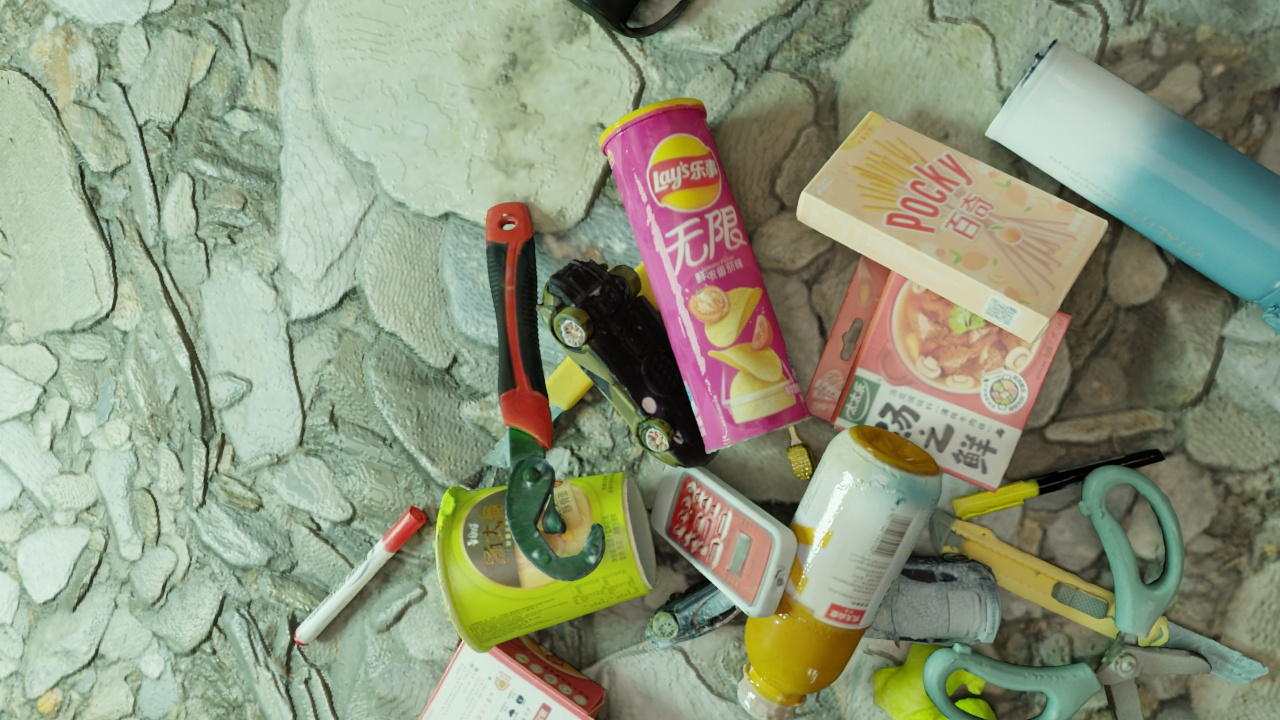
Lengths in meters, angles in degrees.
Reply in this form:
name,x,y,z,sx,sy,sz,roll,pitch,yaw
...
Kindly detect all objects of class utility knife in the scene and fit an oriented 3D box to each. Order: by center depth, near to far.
name,x,y,z,sx,sy,sz,roll,pitch,yaw
utility knife,0.272,0.146,0.560,0.204,0.021,0.031,23,104,9
utility knife,-0.036,-0.002,0.636,0.033,0.015,0.216,44,100,9

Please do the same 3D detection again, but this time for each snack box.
name,x,y,z,sx,sy,sz,roll,pitch,yaw
snack box,0.181,-0.082,0.541,0.157,0.026,0.084,32,65,17
snack box,0.176,0.004,0.564,0.127,0.044,0.113,21,97,14
snack box,-0.088,0.263,0.645,0.127,0.044,0.113,32,99,13

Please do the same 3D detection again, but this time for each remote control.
name,x,y,z,sx,sy,sz,roll,pitch,yaw
remote control,0.047,0.105,0.570,0.020,0.136,0.056,11,101,-30

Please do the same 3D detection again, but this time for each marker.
name,x,y,z,sx,sy,sz,roll,pitch,yaw
marker,0.253,0.075,0.558,0.124,0.018,0.015,-18,67,14
marker,-0.213,0.164,0.691,0.017,0.017,0.145,46,102,10

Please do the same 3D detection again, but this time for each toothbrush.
name,x,y,z,sx,sy,sz,roll,pitch,yaw
toothbrush,0.080,-0.012,0.604,0.016,0.016,0.190,-18,87,15

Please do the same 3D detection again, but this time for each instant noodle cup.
name,x,y,z,sx,sy,sz,roll,pitch,yaw
instant noodle cup,-0.056,0.124,0.606,0.123,0.111,0.111,-14,88,7

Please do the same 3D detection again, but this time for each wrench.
name,x,y,z,sx,sy,sz,roll,pitch,yaw
wrench,-0.073,0.010,0.598,0.056,0.016,0.273,-13,65,-1

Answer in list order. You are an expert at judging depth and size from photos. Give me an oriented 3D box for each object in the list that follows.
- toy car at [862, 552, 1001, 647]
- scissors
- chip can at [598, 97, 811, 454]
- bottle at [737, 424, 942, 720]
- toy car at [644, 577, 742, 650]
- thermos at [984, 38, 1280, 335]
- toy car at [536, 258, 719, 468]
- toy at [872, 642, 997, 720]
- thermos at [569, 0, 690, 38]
name,x,y,z,sx,sy,sz,roll,pitch,yaw
toy car,0.161,0.149,0.573,0.121,0.036,0.054,-1,98,23
scissors,0.244,0.150,0.531,0.170,0.019,0.171,-9,95,-3
chip can,0.040,-0.052,0.573,0.071,0.071,0.210,-20,84,15
bottle,0.110,0.131,0.543,0.068,0.067,0.190,26,108,13
toy car,0.050,0.156,0.602,0.106,0.049,0.031,-36,85,14
thermos,0.304,-0.094,0.514,0.220,0.070,0.070,38,101,11
toy car,-0.003,0.003,0.592,0.158,0.070,0.042,52,137,-6
toy,0.189,0.230,0.575,0.097,0.031,0.100,-43,80,11
thermos,0.038,-0.327,0.588,0.090,0.068,0.243,29,103,-20
